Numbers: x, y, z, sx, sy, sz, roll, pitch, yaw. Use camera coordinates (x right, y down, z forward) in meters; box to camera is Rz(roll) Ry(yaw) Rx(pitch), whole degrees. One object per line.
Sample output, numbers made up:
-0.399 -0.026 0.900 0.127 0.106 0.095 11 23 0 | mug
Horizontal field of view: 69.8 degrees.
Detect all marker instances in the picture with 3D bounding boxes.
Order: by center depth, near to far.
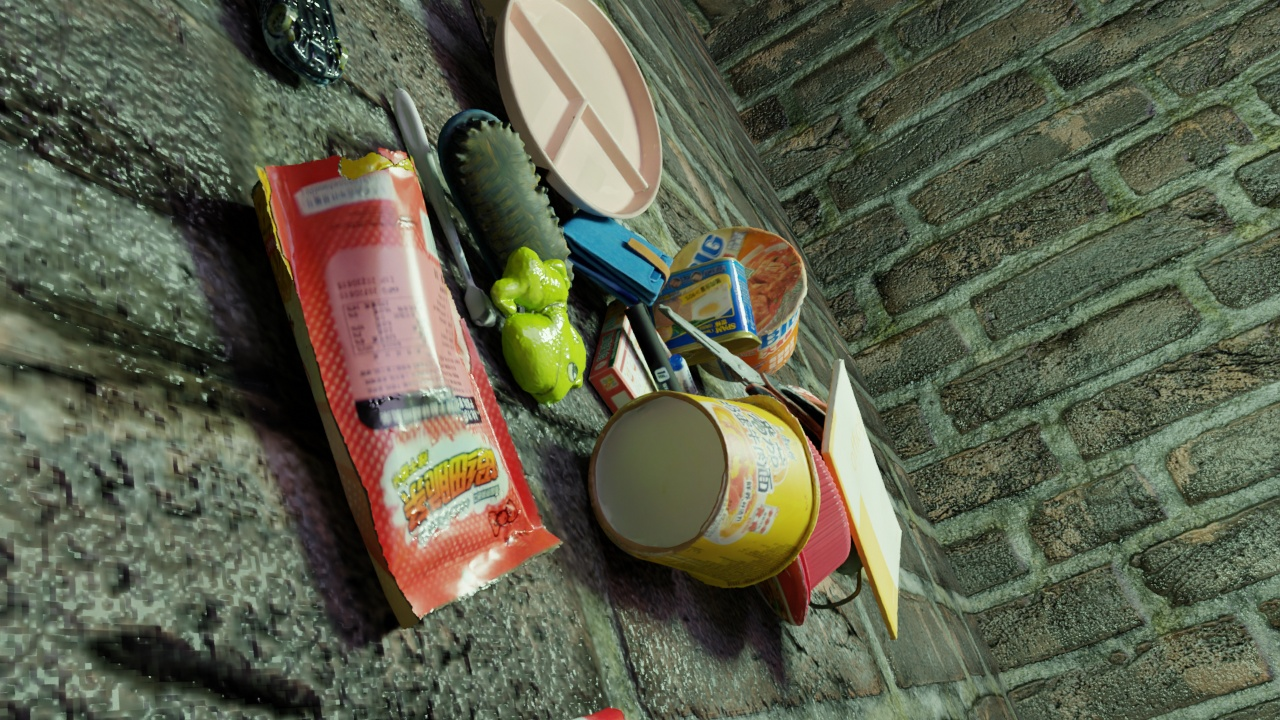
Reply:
-0.044 0.177 0.423 0.145 0.017 0.017 27 38 -62 | marker
0.021 0.015 0.760 0.022 0.020 0.132 -23 89 -62 | marker
0.055 0.053 0.855 0.016 0.017 0.146 -93 163 -54 | marker

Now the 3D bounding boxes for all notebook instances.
0.198 0.120 0.810 0.206 0.010 0.145 66 26 -23 | notebook

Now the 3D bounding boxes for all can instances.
0.060 -0.045 0.896 0.057 0.102 0.083 24 55 -64 | can

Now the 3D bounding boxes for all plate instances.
-0.054 -0.237 0.845 0.229 0.028 0.229 27 55 -48 | plate

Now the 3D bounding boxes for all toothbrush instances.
-0.130 -0.103 0.603 0.180 0.016 0.016 67 10 13 | toothbrush

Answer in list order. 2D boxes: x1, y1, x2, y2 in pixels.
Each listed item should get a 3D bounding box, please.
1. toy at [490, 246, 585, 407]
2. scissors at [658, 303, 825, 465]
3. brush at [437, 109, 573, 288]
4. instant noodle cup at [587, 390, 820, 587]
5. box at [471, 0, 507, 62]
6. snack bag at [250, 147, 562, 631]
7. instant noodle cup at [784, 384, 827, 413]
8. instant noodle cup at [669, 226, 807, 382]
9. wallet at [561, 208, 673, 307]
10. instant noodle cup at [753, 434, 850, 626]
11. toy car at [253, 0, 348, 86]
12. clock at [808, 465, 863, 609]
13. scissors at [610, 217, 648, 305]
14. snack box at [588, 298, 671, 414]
-0.066 -0.020 0.602 0.096 0.031 0.100 17 74 -54 | toy
0.098 0.024 0.822 0.209 0.015 0.182 20 35 -30 | scissors
-0.095 -0.103 0.623 0.073 0.055 0.144 33 -27 49 | brush
0.038 0.083 0.628 0.109 0.138 0.138 23 42 -53 | instant noodle cup
-0.118 -0.341 0.923 0.089 0.064 0.184 24 43 -64 | box
-0.107 0.009 0.428 0.128 0.073 0.208 -8 77 -68 | snack bag
0.152 0.089 0.955 0.138 0.138 0.108 59 9 -11 | instant noodle cup
0.107 -0.053 0.997 0.111 0.151 0.151 70 3 -56 | instant noodle cup
-0.023 -0.096 0.826 0.106 0.040 0.132 34 21 -4 | wallet
0.112 0.116 0.757 0.194 0.065 0.194 158 -90 -77 | instant noodle cup
-0.199 -0.203 0.525 0.049 0.031 0.105 31 36 -61 | toy car
0.153 0.155 0.862 0.056 0.116 0.161 -4 72 -66 | clock
0.001 -0.099 0.982 0.170 0.019 0.174 45 23 -42 | scissors
-0.005 0.005 0.787 0.077 0.027 0.155 57 18 -20 | snack box
